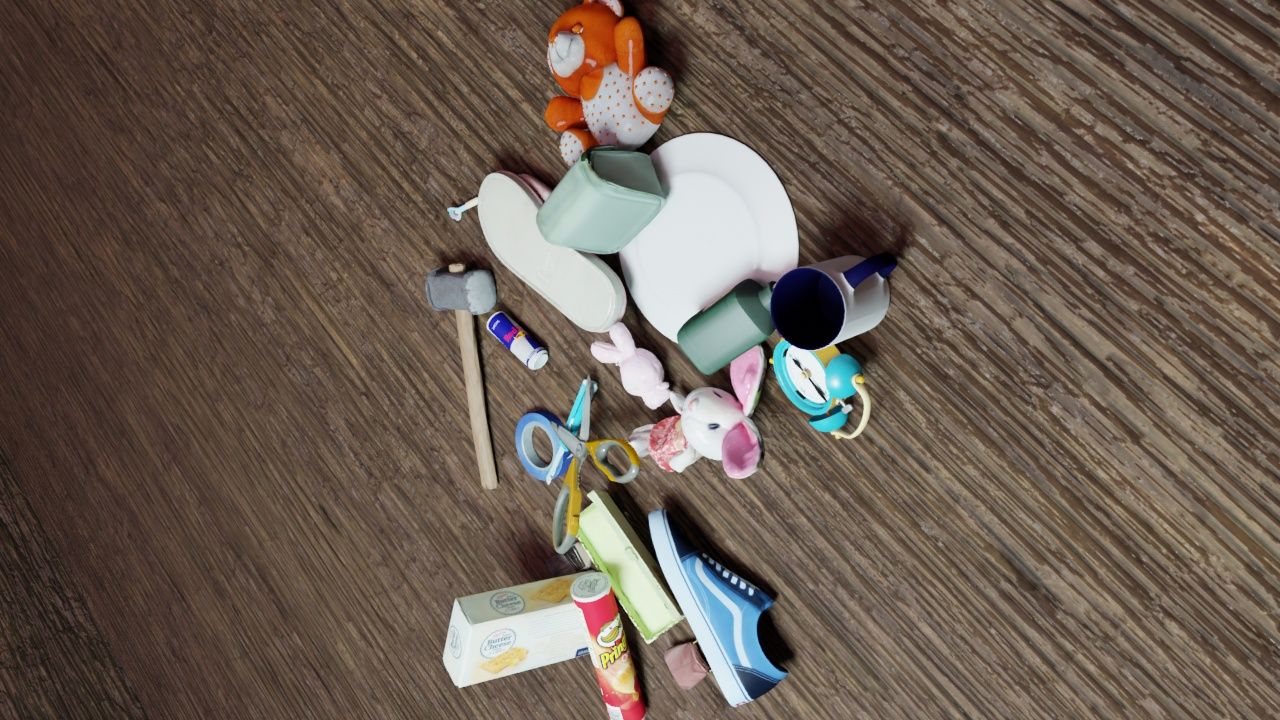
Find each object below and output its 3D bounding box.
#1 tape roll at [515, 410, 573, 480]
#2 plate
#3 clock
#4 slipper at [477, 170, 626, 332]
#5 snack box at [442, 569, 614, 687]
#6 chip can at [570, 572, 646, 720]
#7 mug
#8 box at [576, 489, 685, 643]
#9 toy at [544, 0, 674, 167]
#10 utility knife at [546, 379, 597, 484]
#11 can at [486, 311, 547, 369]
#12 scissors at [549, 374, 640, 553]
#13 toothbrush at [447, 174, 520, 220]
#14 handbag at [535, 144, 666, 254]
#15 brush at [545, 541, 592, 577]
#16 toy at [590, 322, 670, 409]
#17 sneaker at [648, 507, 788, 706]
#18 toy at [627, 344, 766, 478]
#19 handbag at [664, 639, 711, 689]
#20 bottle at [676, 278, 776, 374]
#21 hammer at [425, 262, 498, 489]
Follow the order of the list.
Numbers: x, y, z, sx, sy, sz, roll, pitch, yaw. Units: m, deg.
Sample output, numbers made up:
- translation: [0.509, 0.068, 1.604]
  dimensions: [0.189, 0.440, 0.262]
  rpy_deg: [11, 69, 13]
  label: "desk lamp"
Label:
- translation: [-0.132, 0.115, 1.243]
  dimensions: [0.093, 0.016, 0.092]
  rpy_deg: [52, 128, 16]
  label: "tape roll"
- translation: [0.064, -0.127, 1.015]
  dimensions: [0.243, 0.016, 0.243]
  rpy_deg: [12, 109, 37]
  label: "plate"
- translation: [0.182, 0.021, 0.928]
  dimensions: [0.129, 0.043, 0.099]
  rpy_deg: [47, 150, 29]
  label: "clock"
- translation: [-0.107, -0.137, 1.130]
  dimensions: [0.274, 0.054, 0.114]
  rpy_deg: [46, 126, 24]
  label: "slipper"
- translation: [-0.143, 0.343, 1.188]
  dimensions: [0.057, 0.207, 0.104]
  rpy_deg: [43, 127, 46]
  label: "snack box"
- translation: [-0.039, 0.376, 1.183]
  dimensions: [0.052, 0.051, 0.215]
  rpy_deg: [5, 119, 39]
  label: "chip can"
- translation: [0.193, -0.065, 0.872]
  dimensions: [0.112, 0.096, 0.078]
  rpy_deg: [-41, 75, 39]
  label: "mug"
- translation: [-0.009, 0.251, 1.149]
  dimensions: [0.188, 0.066, 0.128]
  rpy_deg: [53, 150, 17]
  label: "box"
- translation: [-0.046, -0.313, 1.008]
  dimensions: [0.164, 0.092, 0.172]
  rpy_deg: [-33, 79, 41]
  label: "toy"
- translation: [-0.090, 0.095, 1.189]
  dimensions: [0.022, 0.015, 0.162]
  rpy_deg: [35, 113, 31]
  label: "utility knife"
- translation: [-0.163, -0.026, 1.220]
  dimensions: [0.095, 0.032, 0.032]
  rpy_deg: [41, 124, 24]
  label: "can"
- translation: [-0.069, 0.133, 1.119]
  dimensions: [0.225, 0.016, 0.230]
  rpy_deg: [25, 101, 57]
  label: "scissors"
- translation: [-0.205, -0.217, 1.214]
  dimensions: [0.155, 0.016, 0.022]
  rpy_deg: [-16, 123, 42]
  label: "toothbrush"
- translation: [-0.045, -0.180, 1.020]
  dimensions: [0.122, 0.106, 0.067]
  rpy_deg: [-39, 58, 47]
  label: "handbag"
- translation: [-0.079, 0.264, 1.243]
  dimensions: [0.152, 0.012, 0.039]
  rpy_deg: [-38, 77, 38]
  label: "brush"
- translation: [-0.006, 0.006, 1.080]
  dimensions: [0.110, 0.047, 0.064]
  rpy_deg: [47, 141, -10]
  label: "toy"
- translation: [0.097, 0.271, 1.075]
  dimensions: [0.098, 0.083, 0.241]
  rpy_deg: [-29, 73, 5]
  label: "sneaker"
- translation: [0.068, 0.073, 1.021]
  dimensions: [0.195, 0.084, 0.158]
  rpy_deg: [-21, 50, 45]
  label: "toy"
- translation: [0.084, 0.359, 1.129]
  dimensions: [0.120, 0.029, 0.055]
  rpy_deg: [-41, 73, 33]
  label: "handbag"
- translation: [0.106, -0.044, 0.958]
  dimensions: [0.132, 0.061, 0.061]
  rpy_deg: [-35, 98, 37]
  label: "bottle"
- translation: [-0.235, 0.026, 1.290]
  dimensions: [0.098, 0.052, 0.328]
  rpy_deg: [7, 110, 38]
  label: "hammer"
